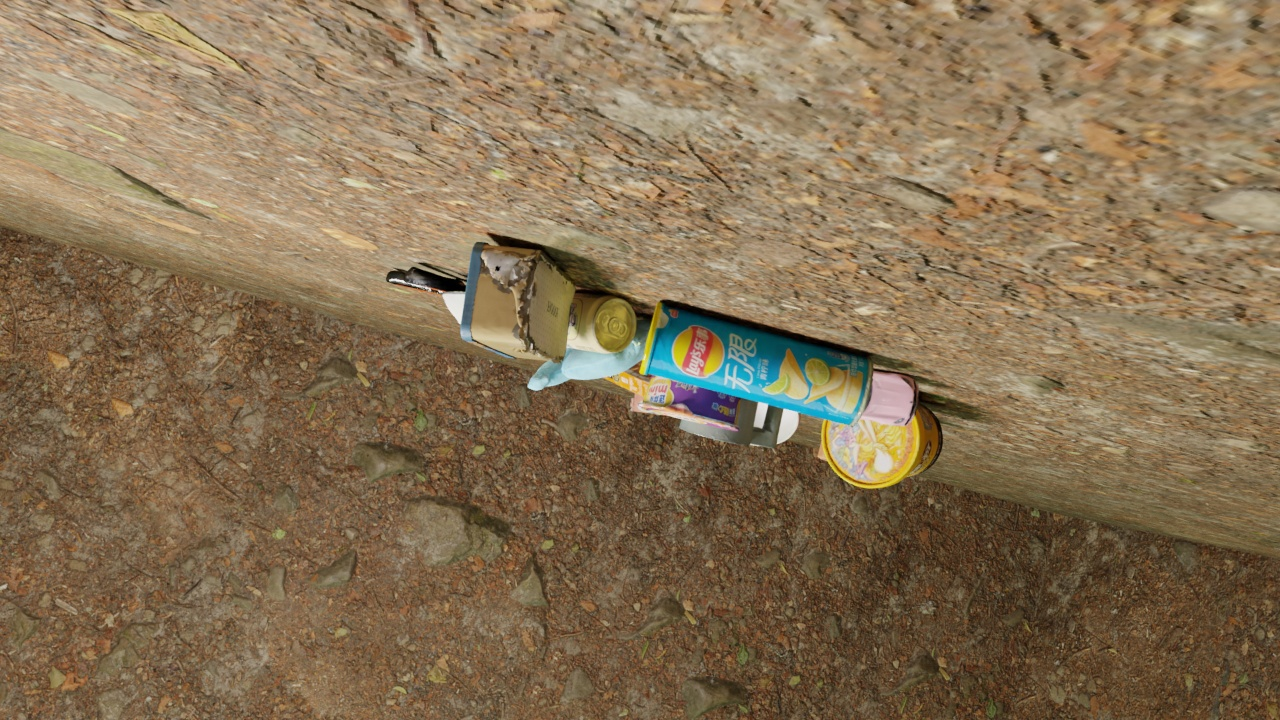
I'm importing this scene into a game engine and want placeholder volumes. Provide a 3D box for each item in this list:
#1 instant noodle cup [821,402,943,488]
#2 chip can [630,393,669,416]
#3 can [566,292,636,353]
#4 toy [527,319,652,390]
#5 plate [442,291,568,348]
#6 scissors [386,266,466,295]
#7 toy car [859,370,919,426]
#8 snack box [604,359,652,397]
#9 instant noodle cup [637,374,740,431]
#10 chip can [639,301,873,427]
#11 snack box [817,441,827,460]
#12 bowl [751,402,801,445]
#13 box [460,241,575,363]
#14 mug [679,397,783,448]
[{"bbox_3d":[0.291,0.090,1.081,0.119,0.118,0.114,11,-179,38],"label":"instant noodle cup"},{"bbox_3d":[0.096,0.054,1.325,0.215,0.071,0.071,8,175,4],"label":"chip can"},{"bbox_3d":[-0.062,-0.040,0.945,0.058,0.058,0.116,19,173,-40],"label":"can"},{"bbox_3d":[-0.046,-0.006,0.999,0.161,0.050,0.156,-27,-169,-16],"label":"toy"},{"bbox_3d":[-0.109,-0.040,1.099,0.265,0.034,0.162,12,175,-42],"label":"plate"},{"bbox_3d":[-0.219,-0.087,1.140,0.234,0.021,0.220,12,179,15],"label":"scissors"},{"bbox_3d":[0.228,0.034,0.952,0.123,0.056,0.037,9,180,44],"label":"toy car"},{"bbox_3d":[-0.007,0.007,1.179,0.075,0.026,0.154,-22,-151,-34],"label":"snack box"},{"bbox_3d":[0.063,0.015,0.967,0.111,0.099,0.111,16,175,1],"label":"instant noodle cup"},{"bbox_3d":[0.109,0.004,0.872,0.210,0.071,0.071,14,175,0],"label":"chip can"},{"bbox_3d":[0.305,0.100,1.227,0.092,0.094,0.077,19,173,-38],"label":"snack box"},{"bbox_3d":[0.150,0.045,1.149,0.113,0.114,0.062,14,-142,15],"label":"bowl"},{"bbox_3d":[-0.105,-0.047,0.830,0.062,0.089,0.184,8,173,5],"label":"box"},{"bbox_3d":[0.114,0.042,1.060,0.123,0.103,0.084,12,-178,-24],"label":"mug"}]
